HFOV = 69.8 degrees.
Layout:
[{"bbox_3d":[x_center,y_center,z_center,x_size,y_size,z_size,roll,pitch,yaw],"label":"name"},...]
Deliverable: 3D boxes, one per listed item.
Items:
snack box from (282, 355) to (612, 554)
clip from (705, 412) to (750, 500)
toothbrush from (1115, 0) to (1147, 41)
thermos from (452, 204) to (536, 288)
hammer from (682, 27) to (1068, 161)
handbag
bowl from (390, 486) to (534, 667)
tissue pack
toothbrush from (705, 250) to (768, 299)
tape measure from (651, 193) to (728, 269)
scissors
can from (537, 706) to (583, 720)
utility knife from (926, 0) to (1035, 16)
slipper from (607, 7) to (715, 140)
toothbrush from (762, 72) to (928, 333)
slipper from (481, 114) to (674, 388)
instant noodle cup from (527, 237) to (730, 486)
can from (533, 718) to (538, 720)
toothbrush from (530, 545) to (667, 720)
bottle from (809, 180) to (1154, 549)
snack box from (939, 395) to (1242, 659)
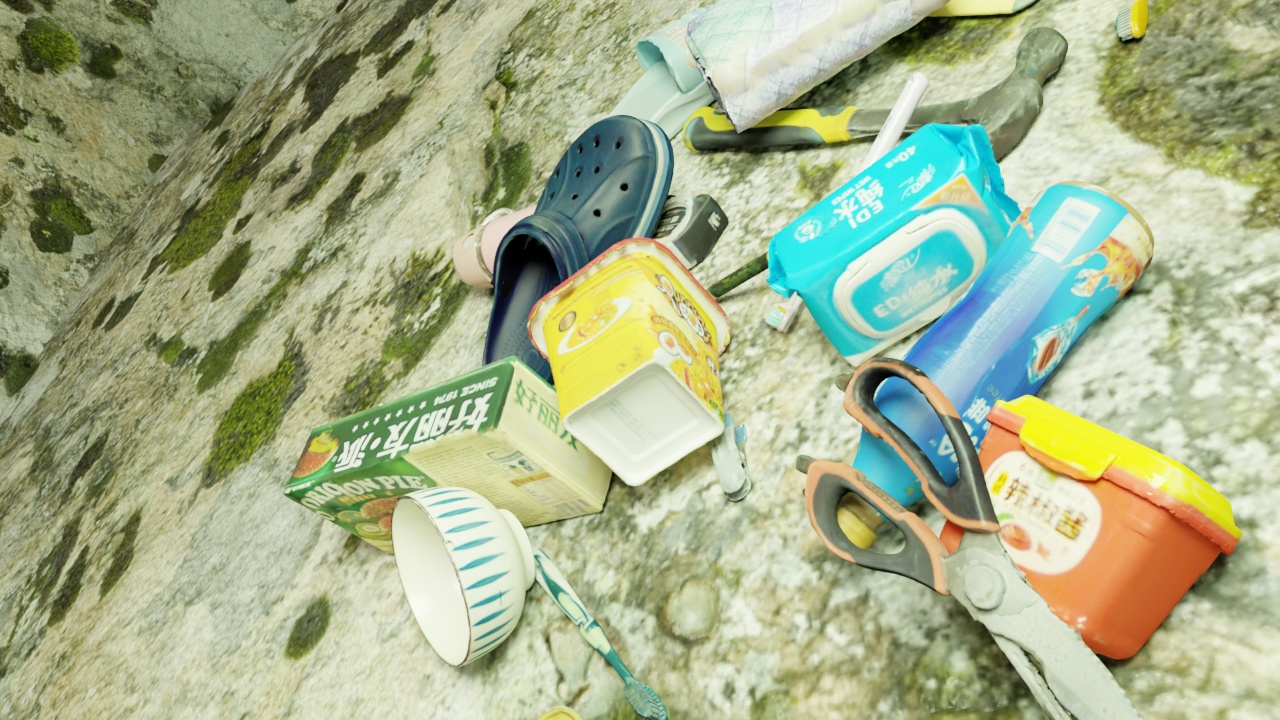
[{"bbox_3d":[-0.143,0.079,0.677,0.241,0.114,0.063,-18,45,36],"label":"snack box"},{"bbox_3d":[0.055,0.061,0.570,0.026,0.041,0.058,-28,44,20],"label":"clip"},{"bbox_3d":[0.334,-0.278,0.611,0.018,0.016,0.191,-15,46,49],"label":"toothbrush"},{"bbox_3d":[-0.092,-0.120,0.857,0.199,0.067,0.087,-9,56,42],"label":"thermos"},{"bbox_3d":[0.144,-0.179,0.698,0.324,0.032,0.126,14,66,51],"label":"hammer"},{"bbox_3d":[0.135,-0.269,0.716,0.194,0.075,0.134,-30,35,14],"label":"handbag"},{"bbox_3d":[-0.113,0.136,0.613,0.066,0.116,0.117,-16,19,-34],"label":"bowl"},{"bbox_3d":[0.149,-0.064,0.530,0.140,0.090,0.063,-34,37,18],"label":"tissue pack"},{"bbox_3d":[0.089,-0.072,0.618,0.186,0.017,0.012,-29,55,52],"label":"toothbrush"},{"bbox_3d":[0.030,-0.102,0.742,0.066,0.033,0.066,15,65,54],"label":"tape measure"},{"bbox_3d":[0.125,0.089,0.376,0.198,0.015,0.205,-21,59,52],"label":"scissors"},{"bbox_3d":[-0.031,0.230,0.439,0.102,0.083,0.057,-53,35,-8],"label":"can"},{"bbox_3d":[0.228,-0.284,0.723,0.031,0.021,0.198,-49,41,-10],"label":"utility knife"},{"bbox_3d":[0.021,-0.272,0.882,0.245,0.074,0.104,-44,34,7],"label":"slipper"},{"bbox_3d":[0.136,-0.104,0.604,0.189,0.021,0.029,-60,25,7],"label":"toothbrush"},{"bbox_3d":[-0.067,-0.080,0.715,0.105,0.095,0.253,28,97,31],"label":"slipper"},{"bbox_3d":[-0.004,0.003,0.596,0.116,0.116,0.123,-34,32,18],"label":"instant noodle cup"},{"bbox_3d":[-0.100,0.243,0.521,0.148,0.058,0.057,-24,41,29],"label":"can"},{"bbox_3d":[-0.036,0.162,0.568,0.016,0.018,0.192,-50,35,-4],"label":"toothbrush"},{"bbox_3d":[0.167,0.009,0.464,0.218,0.065,0.065,-50,35,-3],"label":"bottle"},{"bbox_3d":[0.182,0.070,0.383,0.080,0.082,0.091,-60,34,4],"label":"snack box"}]
